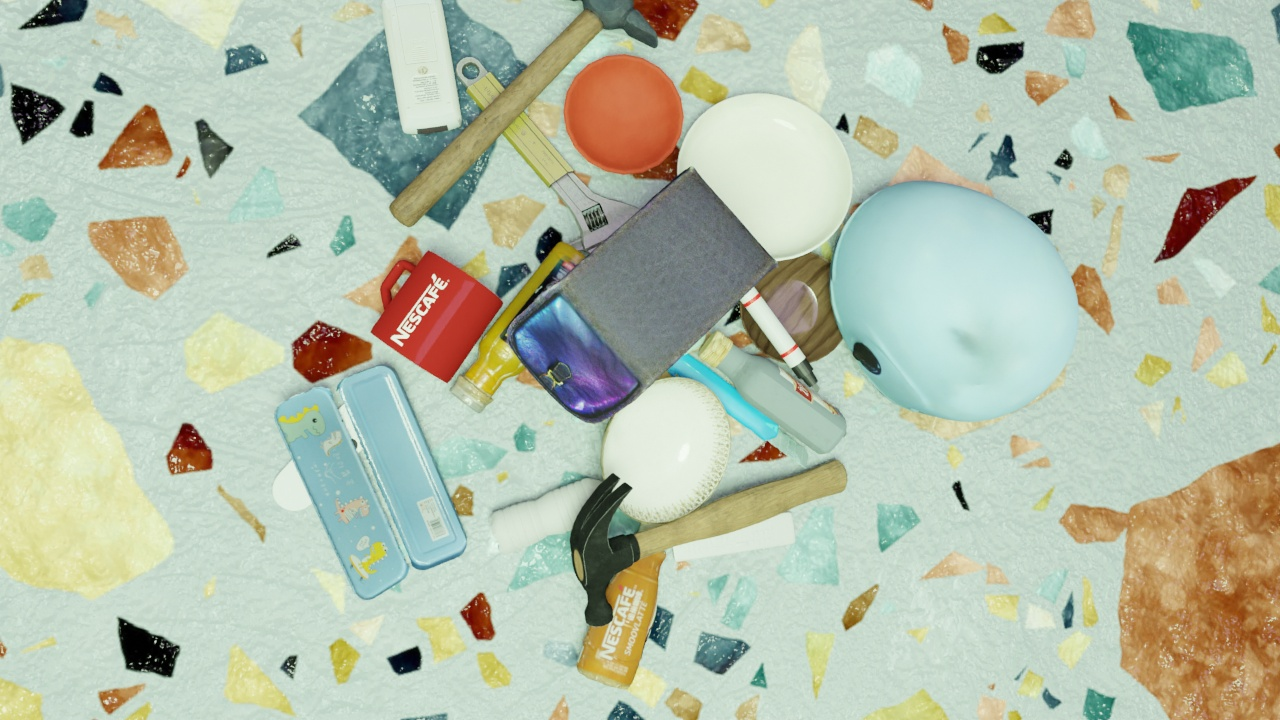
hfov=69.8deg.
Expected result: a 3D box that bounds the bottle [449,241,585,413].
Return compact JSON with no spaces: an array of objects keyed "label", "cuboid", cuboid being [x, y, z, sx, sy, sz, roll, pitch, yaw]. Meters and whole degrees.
[{"label":"bottle","cuboid":[-0.117,-0.031,0.912,0.053,0.053,0.186,38,84,-5]}]

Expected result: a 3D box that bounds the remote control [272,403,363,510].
[{"label":"remote control","cuboid":[-0.306,0.090,0.903,0.043,0.013,0.136,42,84,-5]}]

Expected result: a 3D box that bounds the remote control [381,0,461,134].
[{"label":"remote control","cuboid":[-0.219,-0.297,0.919,0.060,0.025,0.138,-10,92,-8]}]

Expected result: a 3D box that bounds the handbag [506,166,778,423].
[{"label":"handbag","cuboid":[-0.005,-0.054,0.843,0.204,0.222,0.125,-44,95,-18]}]

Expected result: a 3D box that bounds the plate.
[{"label":"plate","cuboid":[0.126,-0.186,0.950,0.182,0.034,0.182,1,78,-5]}]

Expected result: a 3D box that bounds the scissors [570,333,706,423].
[{"label":"scissors","cuboid":[-0.006,0.006,0.945,0.174,0.033,0.065,-42,77,-6]}]

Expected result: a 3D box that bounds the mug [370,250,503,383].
[{"label":"mug","cuboid":[-0.208,-0.049,0.891,0.116,0.080,0.096,31,84,23]}]

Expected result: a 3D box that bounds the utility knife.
[{"label":"utility knife","cuboid":[0.099,0.049,0.959,0.198,0.015,0.031,38,88,-2]}]

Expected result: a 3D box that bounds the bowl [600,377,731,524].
[{"label":"bowl","cuboid":[0.014,0.083,0.912,0.145,0.063,0.145,-5,103,-25]}]

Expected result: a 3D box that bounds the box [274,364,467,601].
[{"label":"box","cuboid":[-0.259,0.116,0.888,0.126,0.039,0.209,-24,98,-20]}]

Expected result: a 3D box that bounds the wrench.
[{"label":"wrench","cuboid":[-0.090,-0.202,0.937,0.083,0.018,0.273,-40,94,-7]}]

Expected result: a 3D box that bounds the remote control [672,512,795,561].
[{"label":"remote control","cuboid":[0.096,0.183,0.956,0.131,0.012,0.033,-7,87,-8]}]

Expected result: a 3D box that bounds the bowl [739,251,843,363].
[{"label":"bowl","cuboid":[0.158,-0.055,0.961,0.119,0.032,0.119,0,88,-8]}]

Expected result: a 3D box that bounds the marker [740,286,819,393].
[{"label":"marker","cuboid":[0.139,-0.026,0.930,0.019,0.019,0.145,-37,94,-7]}]

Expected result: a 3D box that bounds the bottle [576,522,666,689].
[{"label":"bottle","cuboid":[-0.010,0.239,0.919,0.059,0.059,0.167,22,77,-7]}]

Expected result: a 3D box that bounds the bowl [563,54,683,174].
[{"label":"bowl","cuboid":[-0.019,-0.247,0.940,0.122,0.035,0.122,0,88,-8]}]

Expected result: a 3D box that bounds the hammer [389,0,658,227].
[{"label":"hammer","cuboid":[-0.125,-0.252,0.896,0.129,0.040,0.321,41,83,10]}]

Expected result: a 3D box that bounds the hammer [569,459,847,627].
[{"label":"hammer","cuboid":[0.077,0.150,0.902,0.304,0.040,0.132,-14,110,-25]}]

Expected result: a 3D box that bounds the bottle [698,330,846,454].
[{"label":"bottle","cuboid":[0.132,0.030,0.936,0.161,0.072,0.046,36,101,-6]}]

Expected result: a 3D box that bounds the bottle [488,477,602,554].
[{"label":"bottle","cuboid":[-0.081,0.151,0.917,0.136,0.044,0.044,-19,91,-8]}]

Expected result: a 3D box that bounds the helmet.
[{"label":"helmet","cuboid":[0.322,-0.061,0.913,0.225,0.167,0.265,-44,101,-7]}]
